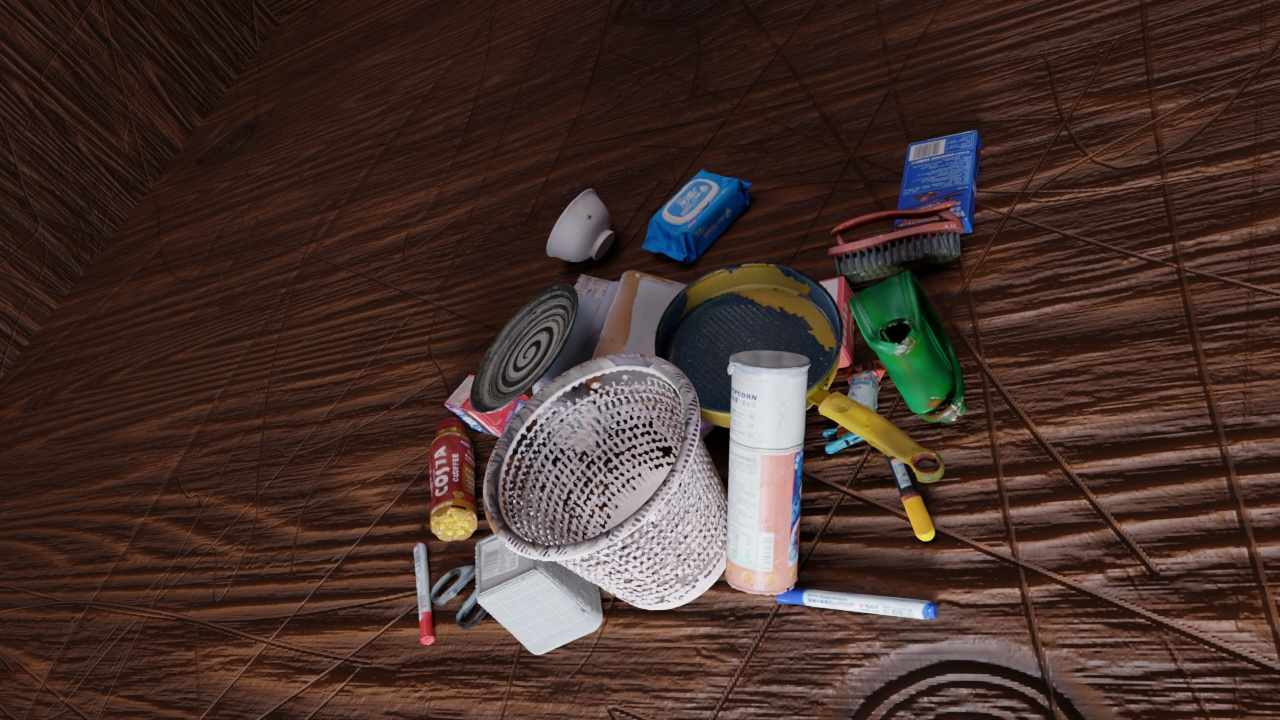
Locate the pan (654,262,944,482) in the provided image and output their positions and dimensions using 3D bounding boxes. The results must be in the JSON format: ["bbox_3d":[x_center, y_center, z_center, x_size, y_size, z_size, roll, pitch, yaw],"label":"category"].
[{"bbox_3d":[0.158,0.017,0.912,0.197,0.078,0.357,-38,54,-12],"label":"pan"}]

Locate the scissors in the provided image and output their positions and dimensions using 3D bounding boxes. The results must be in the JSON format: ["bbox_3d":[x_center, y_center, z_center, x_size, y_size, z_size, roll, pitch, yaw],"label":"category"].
[{"bbox_3d":[-0.175,0.236,1.071,0.171,0.014,0.159,-20,42,18],"label":"scissors"}]

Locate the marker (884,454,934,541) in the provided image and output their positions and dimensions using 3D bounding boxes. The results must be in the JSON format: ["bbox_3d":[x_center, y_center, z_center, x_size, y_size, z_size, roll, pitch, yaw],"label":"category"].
[{"bbox_3d":[0.253,0.120,0.869,0.018,0.015,0.123,-24,39,13],"label":"marker"}]

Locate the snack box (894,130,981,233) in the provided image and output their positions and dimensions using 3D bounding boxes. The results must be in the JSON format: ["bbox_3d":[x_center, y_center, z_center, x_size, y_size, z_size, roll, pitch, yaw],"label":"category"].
[{"bbox_3d":[0.357,-0.208,1.098,0.085,0.026,0.156,-6,49,32],"label":"snack box"}]

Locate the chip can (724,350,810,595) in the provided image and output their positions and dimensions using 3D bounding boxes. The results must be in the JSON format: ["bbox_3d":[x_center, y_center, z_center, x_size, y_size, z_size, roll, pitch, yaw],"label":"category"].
[{"bbox_3d":[0.114,0.102,0.839,0.071,0.215,0.071,1,13,0],"label":"chip can"}]

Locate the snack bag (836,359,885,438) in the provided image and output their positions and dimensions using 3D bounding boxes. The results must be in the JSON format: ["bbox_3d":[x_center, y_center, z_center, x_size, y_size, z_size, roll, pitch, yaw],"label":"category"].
[{"bbox_3d":[0.228,0.038,0.946,0.048,0.026,0.103,-20,26,35],"label":"snack bag"}]

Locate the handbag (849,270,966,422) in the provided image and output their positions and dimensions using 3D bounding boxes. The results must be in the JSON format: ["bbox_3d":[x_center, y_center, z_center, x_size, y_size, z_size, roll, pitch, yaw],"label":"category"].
[{"bbox_3d":[0.266,-0.013,0.893,0.068,0.131,0.120,-28,33,18],"label":"handbag"}]

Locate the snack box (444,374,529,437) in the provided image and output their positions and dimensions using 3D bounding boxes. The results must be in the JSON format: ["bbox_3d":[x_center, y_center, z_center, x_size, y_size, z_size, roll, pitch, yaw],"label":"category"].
[{"bbox_3d":[-0.193,0.056,1.166,0.058,0.057,0.208,-51,19,-15],"label":"snack box"}]

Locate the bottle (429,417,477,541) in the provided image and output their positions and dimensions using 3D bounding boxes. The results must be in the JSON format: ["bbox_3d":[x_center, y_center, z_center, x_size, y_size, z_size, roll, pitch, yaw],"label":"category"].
[{"bbox_3d":[-0.239,0.146,1.168,0.057,0.057,0.174,-28,41,11],"label":"bottle"}]

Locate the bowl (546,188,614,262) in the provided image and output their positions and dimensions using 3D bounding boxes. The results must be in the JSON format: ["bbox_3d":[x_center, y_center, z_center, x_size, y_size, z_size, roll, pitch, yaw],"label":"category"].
[{"bbox_3d":[-0.078,-0.186,1.354,0.065,0.118,0.118,36,73,9],"label":"bowl"}]

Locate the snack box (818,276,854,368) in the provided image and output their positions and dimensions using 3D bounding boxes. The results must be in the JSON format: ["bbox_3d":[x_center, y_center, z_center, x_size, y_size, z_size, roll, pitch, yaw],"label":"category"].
[{"bbox_3d":[0.181,-0.026,1.037,0.113,0.044,0.126,-11,47,27],"label":"snack box"}]

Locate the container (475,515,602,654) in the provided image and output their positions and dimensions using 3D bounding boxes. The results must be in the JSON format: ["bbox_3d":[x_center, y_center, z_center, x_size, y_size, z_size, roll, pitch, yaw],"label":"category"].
[{"bbox_3d":[-0.108,0.229,0.948,0.090,0.114,0.090,-27,41,12],"label":"container"}]

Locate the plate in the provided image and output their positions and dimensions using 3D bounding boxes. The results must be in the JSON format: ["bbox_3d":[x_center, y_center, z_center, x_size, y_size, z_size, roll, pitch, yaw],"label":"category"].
[{"bbox_3d":[-0.126,-0.011,1.039,0.180,0.024,0.179,-37,31,26],"label":"plate"}]

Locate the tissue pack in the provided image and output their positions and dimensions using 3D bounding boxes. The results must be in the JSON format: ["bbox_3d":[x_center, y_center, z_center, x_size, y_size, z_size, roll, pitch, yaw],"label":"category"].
[{"bbox_3d":[0.077,-0.203,1.277,0.157,0.052,0.095,-47,40,-11],"label":"tissue pack"}]

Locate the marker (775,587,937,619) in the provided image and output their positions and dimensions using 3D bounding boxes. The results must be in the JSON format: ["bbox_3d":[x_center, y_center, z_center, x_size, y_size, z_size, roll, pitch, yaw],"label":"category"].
[{"bbox_3d":[0.190,0.216,0.820,0.146,0.017,0.016,-3,50,34],"label":"marker"}]

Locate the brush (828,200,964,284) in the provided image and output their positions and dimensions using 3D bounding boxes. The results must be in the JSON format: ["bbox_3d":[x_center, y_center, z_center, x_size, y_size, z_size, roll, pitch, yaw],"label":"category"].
[{"bbox_3d":[0.290,-0.137,1.040,0.146,0.063,0.069,-12,78,26],"label":"brush"}]

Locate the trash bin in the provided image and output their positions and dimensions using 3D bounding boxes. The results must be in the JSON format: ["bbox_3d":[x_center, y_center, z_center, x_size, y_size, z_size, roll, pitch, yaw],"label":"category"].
[{"bbox_3d":[-0.009,0.137,0.901,0.228,0.192,0.227,-20,42,19],"label":"trash bin"}]

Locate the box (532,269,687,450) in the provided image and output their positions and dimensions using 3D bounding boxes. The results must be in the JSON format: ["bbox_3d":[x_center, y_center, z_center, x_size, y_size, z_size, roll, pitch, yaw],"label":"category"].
[{"bbox_3d":[-0.005,0.006,1.088,0.193,0.157,0.182,15,57,8],"label":"box"}]

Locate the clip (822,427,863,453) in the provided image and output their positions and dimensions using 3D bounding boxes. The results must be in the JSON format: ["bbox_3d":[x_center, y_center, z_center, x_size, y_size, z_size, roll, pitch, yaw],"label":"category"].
[{"bbox_3d":[0.214,0.077,0.939,0.057,0.015,0.049,-23,39,19],"label":"clip"}]

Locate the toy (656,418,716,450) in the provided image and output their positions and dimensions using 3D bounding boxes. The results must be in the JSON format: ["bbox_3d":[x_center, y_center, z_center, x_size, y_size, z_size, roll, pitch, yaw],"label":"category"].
[{"bbox_3d":[0.070,0.057,1.043,0.108,0.039,0.084,-44,27,-6],"label":"toy"}]

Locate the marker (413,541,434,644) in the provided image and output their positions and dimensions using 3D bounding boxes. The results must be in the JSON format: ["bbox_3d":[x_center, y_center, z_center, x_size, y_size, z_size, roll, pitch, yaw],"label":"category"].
[{"bbox_3d":[-0.258,0.273,1.092,0.017,0.017,0.145,-31,40,7],"label":"marker"}]
